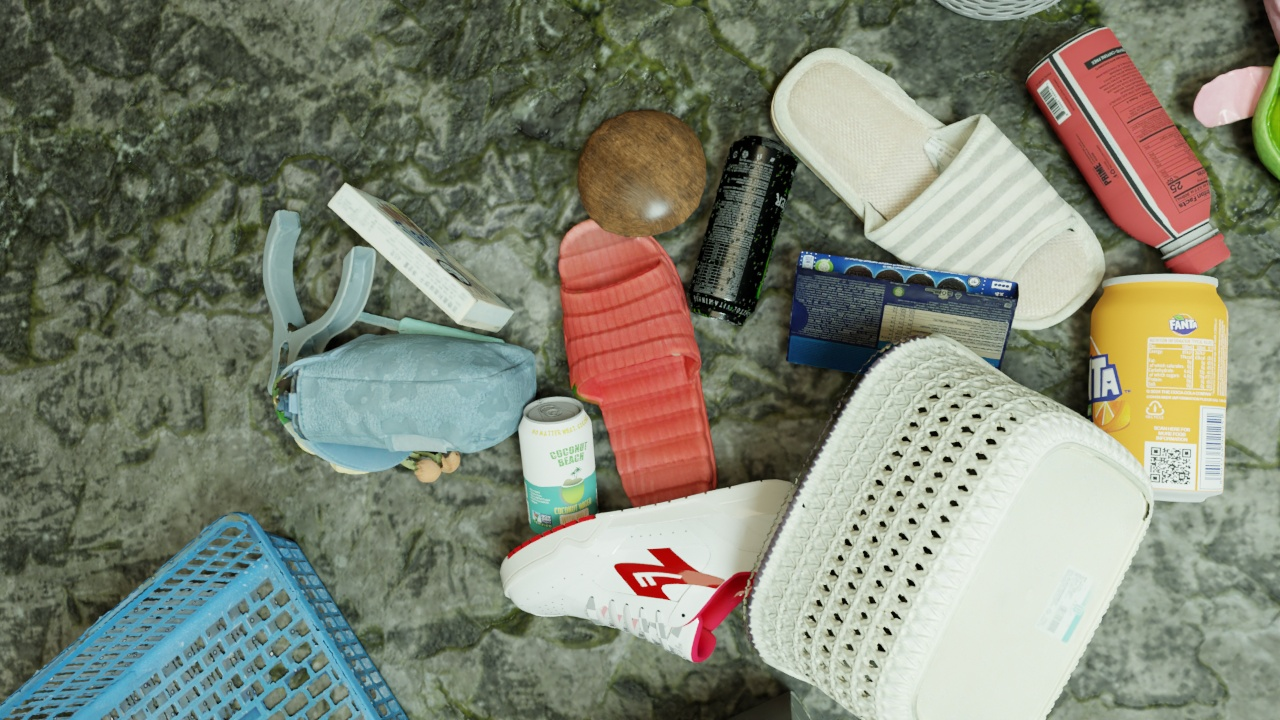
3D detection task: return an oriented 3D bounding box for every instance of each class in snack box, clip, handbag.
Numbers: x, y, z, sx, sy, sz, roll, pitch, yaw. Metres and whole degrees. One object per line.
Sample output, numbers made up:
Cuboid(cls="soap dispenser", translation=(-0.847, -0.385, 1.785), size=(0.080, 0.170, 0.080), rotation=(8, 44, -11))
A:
Cuboid(cls="snack box", translation=(0.182, -0.026, 0.654), size=(0.150, 0.027, 0.082), rotation=(11, 126, 15))
Cuboid(cls="snack box", translation=(-0.175, -0.081, 0.739), size=(0.150, 0.082, 0.026), rotation=(40, 96, 13))
Cuboid(cls="clip", translation=(-0.299, -0.063, 0.789), size=(0.164, 0.030, 0.173), rotation=(49, 115, 28))
Cuboid(cls="handbag", translation=(-0.179, 0.038, 0.722), size=(0.192, 0.121, 0.119), rotation=(4, 105, 12))

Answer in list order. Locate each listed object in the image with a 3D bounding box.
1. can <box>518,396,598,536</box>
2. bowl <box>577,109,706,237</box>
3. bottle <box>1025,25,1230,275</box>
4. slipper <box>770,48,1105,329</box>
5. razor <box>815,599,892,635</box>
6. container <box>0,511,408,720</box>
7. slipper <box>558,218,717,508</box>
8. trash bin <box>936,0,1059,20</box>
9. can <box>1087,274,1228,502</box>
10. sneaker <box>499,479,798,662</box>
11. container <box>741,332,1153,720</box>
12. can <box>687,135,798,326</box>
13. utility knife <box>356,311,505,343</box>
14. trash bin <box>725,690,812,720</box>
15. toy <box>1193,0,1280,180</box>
Cuboid(cls="can", translation=(-0.062, 0.083, 0.698), size=(0.055, 0.054, 0.102), rotation=(3, 113, 14))
Cuboid(cls="bowl", translation=(-0.001, -0.152, 0.710), size=(0.102, 0.026, 0.114), rotation=(-8, 69, 6))
Cuboid(cls="bottle", translation=(0.335, -0.137, 0.623), size=(0.062, 0.062, 0.176), rotation=(-30, 81, 11))
Cuboid(cls="slipper", translation=(0.207, -0.128, 0.662), size=(0.272, 0.054, 0.114), rotation=(41, 102, 13))
Cuboid(cls="razor", translation=(0.155, 0.187, 0.673), size=(0.106, 0.026, 0.042), rotation=(21, 90, 10))
Cuboid(cls="container", translation=(-0.368, 0.324, 0.762), size=(0.362, 0.089, 0.257), rotation=(-39, 79, 9))
Cuboid(cls="slipper", translation=(-0.004, 0.004, 0.704), size=(0.104, 0.059, 0.248), rotation=(-18, 84, 13))
Cuboid(cls="trash bin", translation=(0.247, -0.324, 0.592), size=(0.156, 0.183, 0.156), rotation=(-1, 87, 14))
Cuboid(cls="can", translation=(0.339, 0.019, 0.604), size=(0.079, 0.079, 0.142), rotation=(2, 88, 14))
Cuboid(cls="sneaker", translation=(0.012, 0.166, 0.662), size=(0.237, 0.090, 0.104), rotation=(-14, 61, 9))
Cuboid(cls="container", translation=(0.190, 0.119, 0.568), size=(0.184, 0.143, 0.251), rotation=(26, 92, -30))
Cuboid(cls="can", translation=(0.076, -0.097, 0.690), size=(0.054, 0.054, 0.137), rotation=(16, 91, 14))
Cuboid(cls="utility knife", translation=(-0.175, -0.023, 0.771), size=(0.147, 0.015, 0.022), rotation=(14, 122, 16))
Cuboid(cls="trash bin", translation=(0.047, 0.353, 0.613), size=(0.220, 0.197, 0.197), rotation=(-32, 81, 4))
Cuboid(cls="toy", translation=(0.461, -0.181, 0.581), size=(0.190, 0.087, 0.238), rotation=(-15, 89, 14))
